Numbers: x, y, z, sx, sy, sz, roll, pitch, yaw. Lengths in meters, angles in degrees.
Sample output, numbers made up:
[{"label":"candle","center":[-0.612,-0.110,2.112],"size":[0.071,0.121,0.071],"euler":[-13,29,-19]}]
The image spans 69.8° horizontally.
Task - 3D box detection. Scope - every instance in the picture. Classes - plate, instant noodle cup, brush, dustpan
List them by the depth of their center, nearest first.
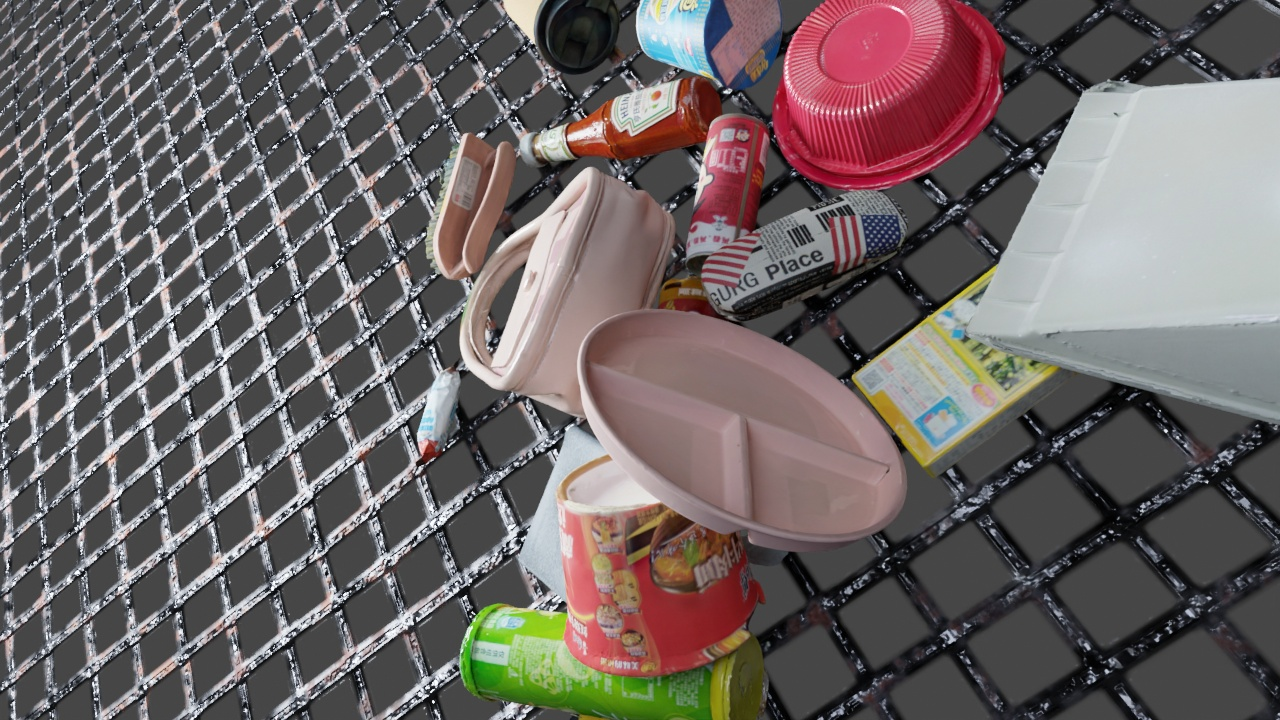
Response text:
[{"label":"dustpan","center":[0.382,-0.059,0.557],"size":[0.258,0.142,0.222],"euler":[7,63,58]},{"label":"plate","center":[0.065,0.041,0.603],"size":[0.229,0.229,0.028],"euler":[49,129,36]},{"label":"instant noodle cup","center":[0.005,0.124,0.608],"size":[0.138,0.137,0.108],"euler":[-3,106,29]},{"label":"instant noodle cup","center":[0.189,-0.235,0.738],"size":[0.194,0.066,0.193],"euler":[-12,62,24]},{"label":"instant noodle cup","center":[0.057,-0.304,0.834],"size":[0.110,0.099,0.099],"euler":[28,84,45]},{"label":"brush","center":[-0.166,-0.147,0.903],"size":[0.073,0.063,0.145],"euler":[-3,67,40]}]

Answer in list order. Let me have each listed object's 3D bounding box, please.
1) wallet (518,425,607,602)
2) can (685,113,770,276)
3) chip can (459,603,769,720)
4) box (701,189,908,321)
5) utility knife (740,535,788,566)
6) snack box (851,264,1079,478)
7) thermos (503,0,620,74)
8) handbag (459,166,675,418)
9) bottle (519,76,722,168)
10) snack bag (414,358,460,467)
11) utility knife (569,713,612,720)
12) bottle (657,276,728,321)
[{"label":"wallet","center":[-0.049,0.119,0.712],"size":[0.097,0.019,0.121],"euler":[22,90,55]},{"label":"can","center":[0.073,-0.135,0.764],"size":[0.053,0.053,0.132],"euler":[0,68,30]},{"label":"chip can","center":[-0.026,0.216,0.646],"size":[0.222,0.072,0.072],"euler":[-2,67,29]},{"label":"box","center":[0.125,-0.080,0.702],"size":[0.164,0.051,0.068],"euler":[-22,74,0]},{"label":"utility knife","center":[0.012,0.126,0.702],"size":[0.218,0.013,0.029],"euler":[7,74,32]},{"label":"snack box","center":[0.226,0.004,0.624],"size":[0.140,0.033,0.087],"euler":[-40,54,10]},{"label":"thermos","center":[-0.085,-0.356,0.943],"size":[0.093,0.093,0.143],"euler":[-45,46,4]},{"label":"handbag","center":[-0.087,-0.055,0.793],"size":[0.235,0.093,0.193],"euler":[3,69,55]},{"label":"bottle","center":[-0.025,-0.215,0.856],"size":[0.206,0.059,0.059],"euler":[-4,66,33]},{"label":"snack bag","center":[-0.184,0.048,0.839],"size":[0.026,0.048,0.104],"euler":[15,74,-8]},{"label":"utility knife","center":[0.019,0.267,0.632],"size":[0.172,0.015,0.033],"euler":[-3,72,28]},{"label":"bottle","center":[0.034,0.024,0.710],"size":[0.058,0.057,0.174],"euler":[-4,66,29]}]
